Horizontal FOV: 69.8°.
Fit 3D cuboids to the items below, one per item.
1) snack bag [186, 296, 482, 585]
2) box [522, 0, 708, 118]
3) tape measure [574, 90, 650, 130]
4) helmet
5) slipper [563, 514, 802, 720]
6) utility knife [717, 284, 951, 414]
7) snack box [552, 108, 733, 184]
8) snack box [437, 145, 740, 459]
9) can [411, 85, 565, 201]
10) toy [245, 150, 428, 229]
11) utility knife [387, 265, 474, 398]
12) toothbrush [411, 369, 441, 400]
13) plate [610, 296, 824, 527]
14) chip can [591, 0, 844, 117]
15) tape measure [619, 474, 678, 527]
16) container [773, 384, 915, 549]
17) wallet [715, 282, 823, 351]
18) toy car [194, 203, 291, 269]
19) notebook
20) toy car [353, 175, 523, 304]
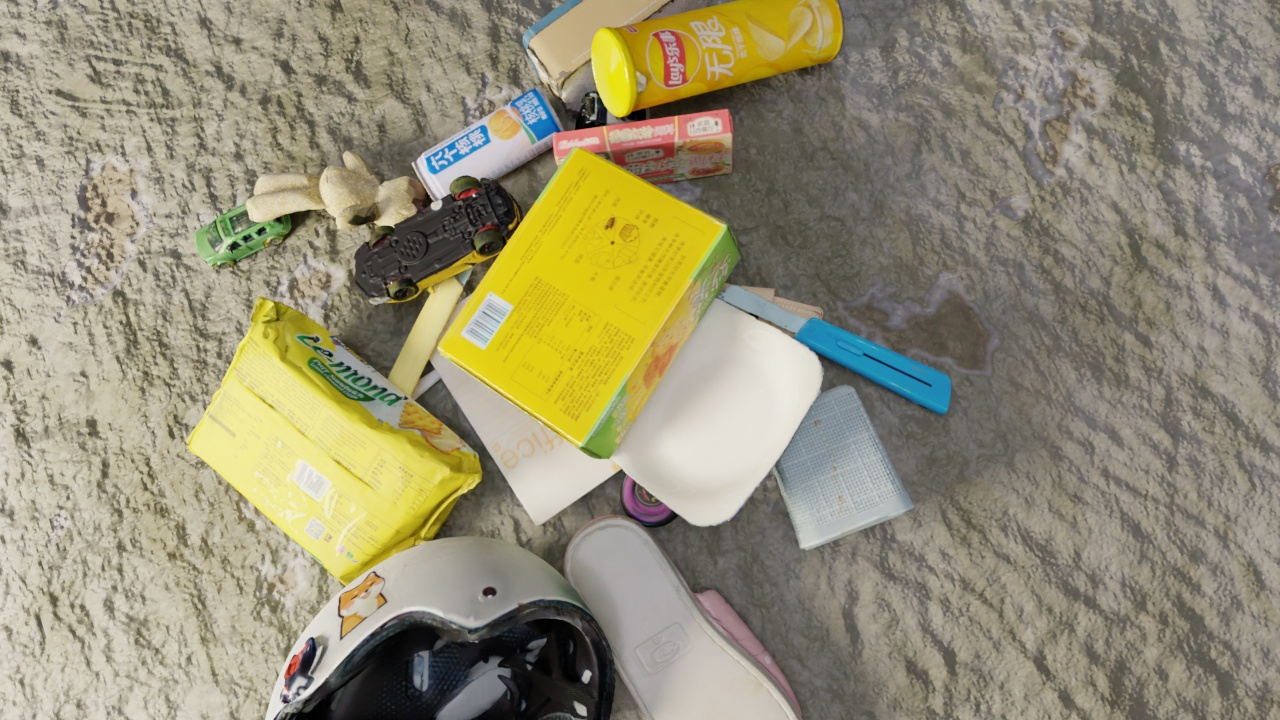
[{"bbox_3d":[-0.266,0.081,0.778,0.246,0.068,0.158,37,105,7],"label":"snack bag"},{"bbox_3d":[-0.013,-0.303,0.822,0.184,0.090,0.062,-38,80,-4],"label":"box"},{"bbox_3d":[-0.024,-0.210,0.819,0.066,0.066,0.033,3,79,-10],"label":"tape measure"},{"bbox_3d":[-0.164,0.236,0.712,0.274,0.230,0.156,-35,38,5],"label":"helmet"},{"bbox_3d":[0.036,0.246,0.756,0.114,0.054,0.274,-39,85,-1],"label":"slipper"},{"bbox_3d":[0.167,-0.014,0.785,0.218,0.018,0.034,25,84,-1],"label":"utility knife"},{"bbox_3d":[0.004,-0.182,0.808,0.153,0.075,0.025,-7,75,3],"label":"snack box"},{"bbox_3d":[-0.040,-0.047,0.750,0.158,0.070,0.210,32,85,20],"label":"snack box"},{"bbox_3d":[-0.137,-0.192,0.833,0.134,0.053,0.053,-30,81,0],"label":"can"},{"bbox_3d":[-0.270,-0.143,0.824,0.157,0.066,0.105,0,39,-9],"label":"toy"},{"bbox_3d":[-0.181,-0.034,0.804,0.031,0.022,0.216,26,93,6],"label":"utility knife"},{"bbox_3d":[-0.180,0.009,0.826,0.180,0.016,0.016,-37,79,-1],"label":"toothbrush"},{"bbox_3d":[0.057,0.040,0.737,0.164,0.034,0.164,35,88,40],"label":"plate"},{"bbox_3d":[0.067,-0.268,0.785,0.213,0.072,0.072,-20,80,-19],"label":"chip can"},{"bbox_3d":[0.011,0.114,0.785,0.057,0.039,0.058,43,82,9],"label":"tape measure"},{"bbox_3d":[0.155,0.087,0.753,0.090,0.090,0.111,-20,78,1],"label":"container"},{"bbox_3d":[0.097,-0.024,0.805,0.115,0.024,0.087,14,82,8],"label":"wallet"},{"bbox_3d":[-0.371,-0.121,0.852,0.091,0.036,0.043,-27,82,4],"label":"toy car"},{"bbox_3d":[-0.087,0.020,0.802,0.146,0.010,0.206,-34,80,2],"label":"notebook"},{"bbox_3d":[-0.175,-0.101,0.789,0.156,0.041,0.071,-27,70,6],"label":"toy car"}]
